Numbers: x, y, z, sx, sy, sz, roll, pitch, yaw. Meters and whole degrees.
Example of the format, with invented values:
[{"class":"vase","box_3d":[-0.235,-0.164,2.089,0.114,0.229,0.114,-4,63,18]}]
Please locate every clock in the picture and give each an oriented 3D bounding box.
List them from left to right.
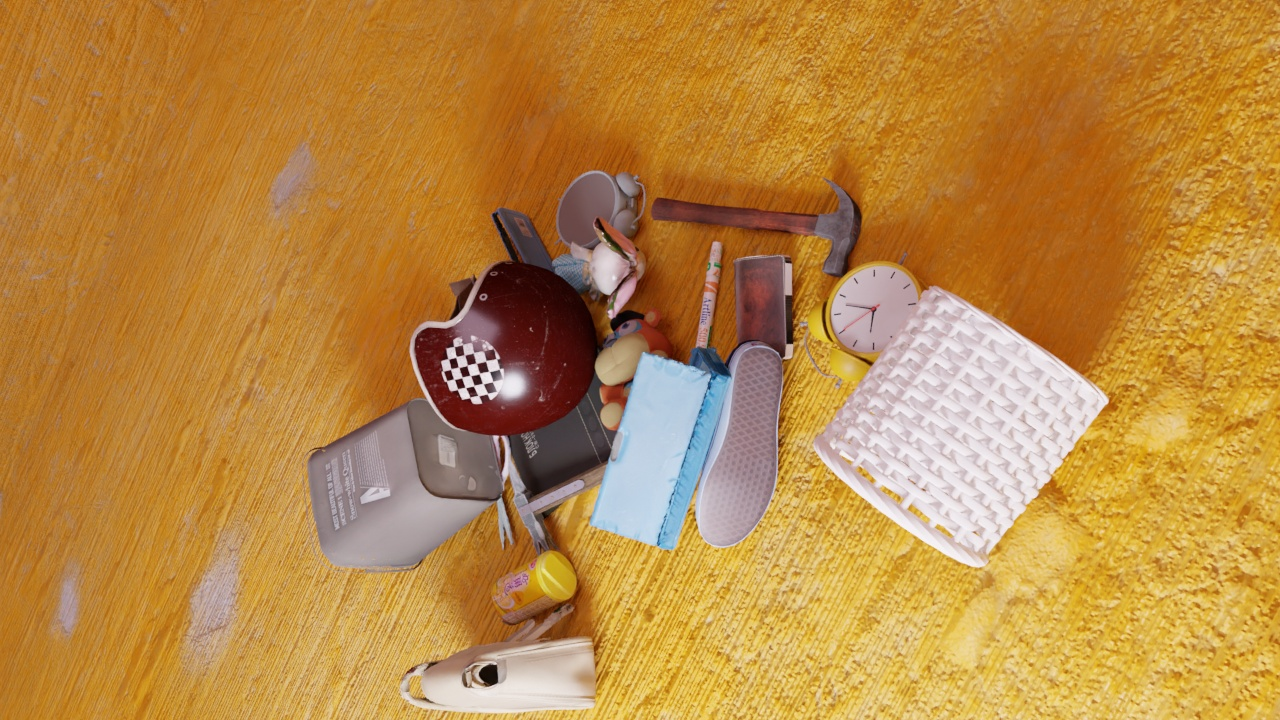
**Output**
[{"class":"clock","box_3d":[-0.055,-0.212,1.313,0.160,0.045,0.122,-9,72,39]},{"class":"clock","box_3d":[0.248,-0.043,1.005,0.152,0.052,0.113,-37,56,21]}]

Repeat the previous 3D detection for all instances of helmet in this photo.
[{"class":"helmet","box_3d":[-0.181,-0.018,1.210,0.254,0.233,0.234,-12,89,22]}]

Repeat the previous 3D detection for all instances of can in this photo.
[{"class":"can","box_3d":[-0.142,0.301,1.214,0.105,0.067,0.067,-33,58,29]}]

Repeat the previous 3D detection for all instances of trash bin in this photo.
[{"class":"trash bin","box_3d":[-0.334,0.174,1.320,0.221,0.197,0.197,-32,62,30]}]

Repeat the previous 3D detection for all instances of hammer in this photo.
[{"class":"hammer","box_3d":[-0.037,0.135,1.183,0.318,0.028,0.147,-28,84,25]},{"class":"hammer","box_3d":[0.135,-0.178,1.148,0.301,0.028,0.111,14,86,39]}]

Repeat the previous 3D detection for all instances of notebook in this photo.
[{"class":"notebook","box_3d":[-0.099,0.097,1.268,0.209,0.029,0.169,-40,55,22]}]

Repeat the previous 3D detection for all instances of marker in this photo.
[{"class":"marker","box_3d":[0.088,-0.080,1.171,0.017,0.017,0.145,1,78,40]}]

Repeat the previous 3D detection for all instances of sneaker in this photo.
[{"class":"sneaker","box_3d":[0.116,0.094,1.075,0.098,0.083,0.241,-113,34,-82]}]

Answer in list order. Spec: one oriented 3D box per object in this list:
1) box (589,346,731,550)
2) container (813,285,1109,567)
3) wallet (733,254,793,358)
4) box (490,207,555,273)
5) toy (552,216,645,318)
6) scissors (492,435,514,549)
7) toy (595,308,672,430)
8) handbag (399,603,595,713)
[{"class":"box","box_3d":[0.016,0.094,1.064,0.094,0.110,0.232,-107,31,-66]},{"class":"container","box_3d":[0.290,0.058,0.847,0.189,0.189,0.187,42,103,39]},{"class":"wallet","box_3d":[0.146,-0.063,1.095,0.072,0.019,0.123,-1,90,40]},{"class":"box","box_3d":[-0.179,-0.143,1.381,0.064,0.069,0.210,-50,51,26]},{"class":"toy","box_3d":[-0.049,-0.120,1.260,0.206,0.105,0.131,-5,92,64]},{"class":"scissors","box_3d":[-0.198,0.183,1.318,0.109,0.016,0.179,-47,51,39]},{"class":"toy","box_3d":[-0.006,0.007,1.175,0.112,0.096,0.175,-35,30,28]},{"class":"handbag","box_3d":[-0.176,0.377,1.157,0.230,0.183,0.131,-33,54,47]}]
